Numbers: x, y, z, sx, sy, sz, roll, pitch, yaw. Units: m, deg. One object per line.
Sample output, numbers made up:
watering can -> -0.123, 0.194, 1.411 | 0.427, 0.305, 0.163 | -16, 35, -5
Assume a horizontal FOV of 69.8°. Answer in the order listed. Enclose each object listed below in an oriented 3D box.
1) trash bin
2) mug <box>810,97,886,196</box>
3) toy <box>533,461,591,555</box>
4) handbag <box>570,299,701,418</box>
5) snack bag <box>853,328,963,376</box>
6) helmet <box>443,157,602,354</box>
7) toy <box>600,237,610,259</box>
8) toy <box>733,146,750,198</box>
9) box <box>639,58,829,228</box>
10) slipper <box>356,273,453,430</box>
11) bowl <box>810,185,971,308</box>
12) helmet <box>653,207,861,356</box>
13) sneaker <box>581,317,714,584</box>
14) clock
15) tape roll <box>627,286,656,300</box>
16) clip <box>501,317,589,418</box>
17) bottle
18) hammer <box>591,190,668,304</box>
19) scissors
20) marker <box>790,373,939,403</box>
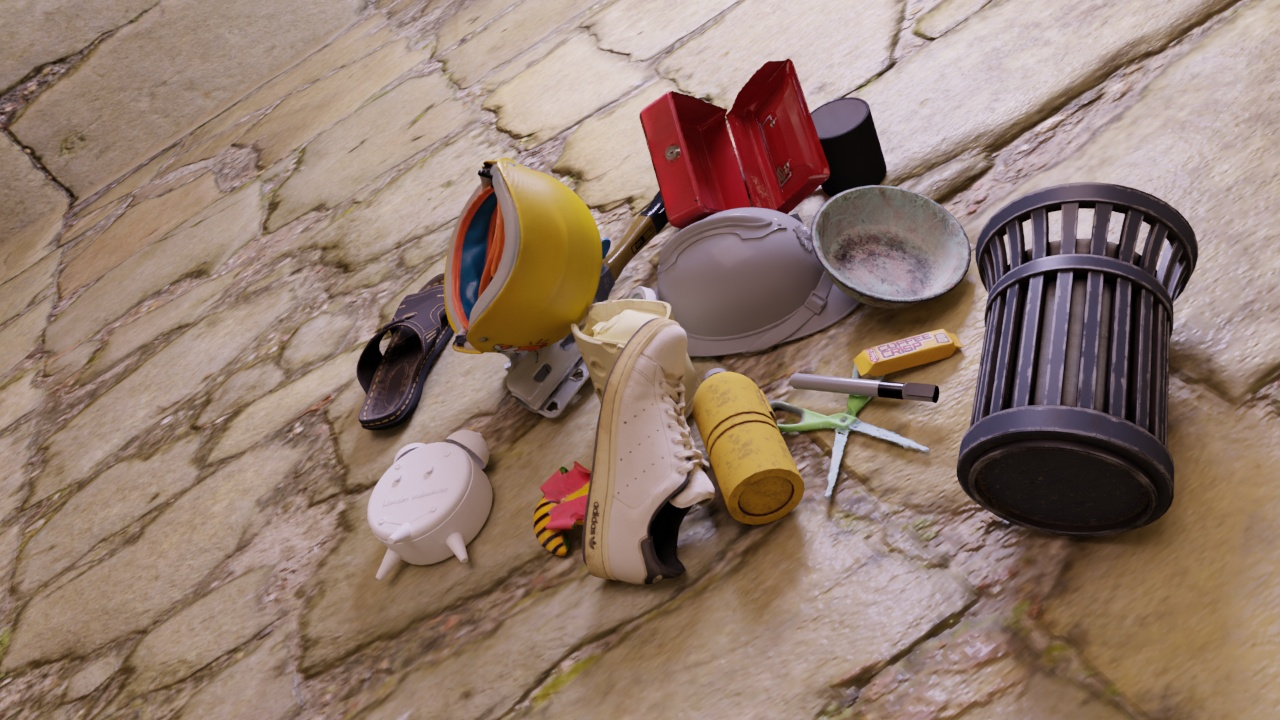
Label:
trash bin -> 0.328, 0.004, 0.700 | 0.164, 0.164, 0.226 | -1, 52, 32
mug -> 0.223, -0.246, 1.079 | 0.114, 0.088, 0.078 | -5, 46, 29
toy -> -0.062, 0.140, 0.895 | 0.103, 0.046, 0.084 | -42, 60, -8
handbag -> -0.006, 0.005, 0.937 | 0.111, 0.119, 0.081 | 6, 44, 36
snack bag -> 0.250, -0.008, 0.856 | 0.099, 0.020, 0.026 | -15, 40, 2
helmet -> -0.124, -0.103, 1.002 | 0.240, 0.139, 0.209 | -173, 92, -68
toy -> -0.091, -0.138, 1.187 | 0.113, 0.071, 0.176 | -38, 39, 9
toy -> 0.138, -0.240, 1.172 | 0.103, 0.071, 0.090 | 26, 49, 21
box -> 0.093, -0.237, 1.059 | 0.168, 0.154, 0.157 | -12, 76, -18
slipper -> -0.305, -0.025, 1.195 | 0.113, 0.076, 0.267 | -9, 44, 24
bowl -> 0.247, -0.108, 0.924 | 0.157, 0.039, 0.157 | 0, 55, -1
helmet -> 0.107, -0.110, 0.987 | 0.272, 0.118, 0.183 | -11, 43, 21
sneaker -> 0.021, 0.083, 0.815 | 0.102, 0.088, 0.241 | 10, 86, 28
clock -> -0.226, 0.143, 0.970 | 0.125, 0.073, 0.160 | -16, 42, 18
tape roll -> -0.006, -0.036, 1.017 | 0.093, 0.013, 0.093 | -168, 91, -71
clip -> -0.111, -0.004, 1.064 | 0.143, 0.073, 0.124 | 25, 66, 37
bottle -> 0.093, 0.067, 0.850 | 0.071, 0.071, 0.163 | -26, 40, 6
hammer -> 0.023, -0.183, 1.139 | 0.025, 0.118, 0.332 | 11, 50, 35
scissors -> 0.190, 0.054, 0.845 | 0.172, 0.022, 0.173 | 16, 53, 40
marker -> 0.203, 0.025, 0.846 | 0.141, 0.016, 0.016 | 5, 51, 37
